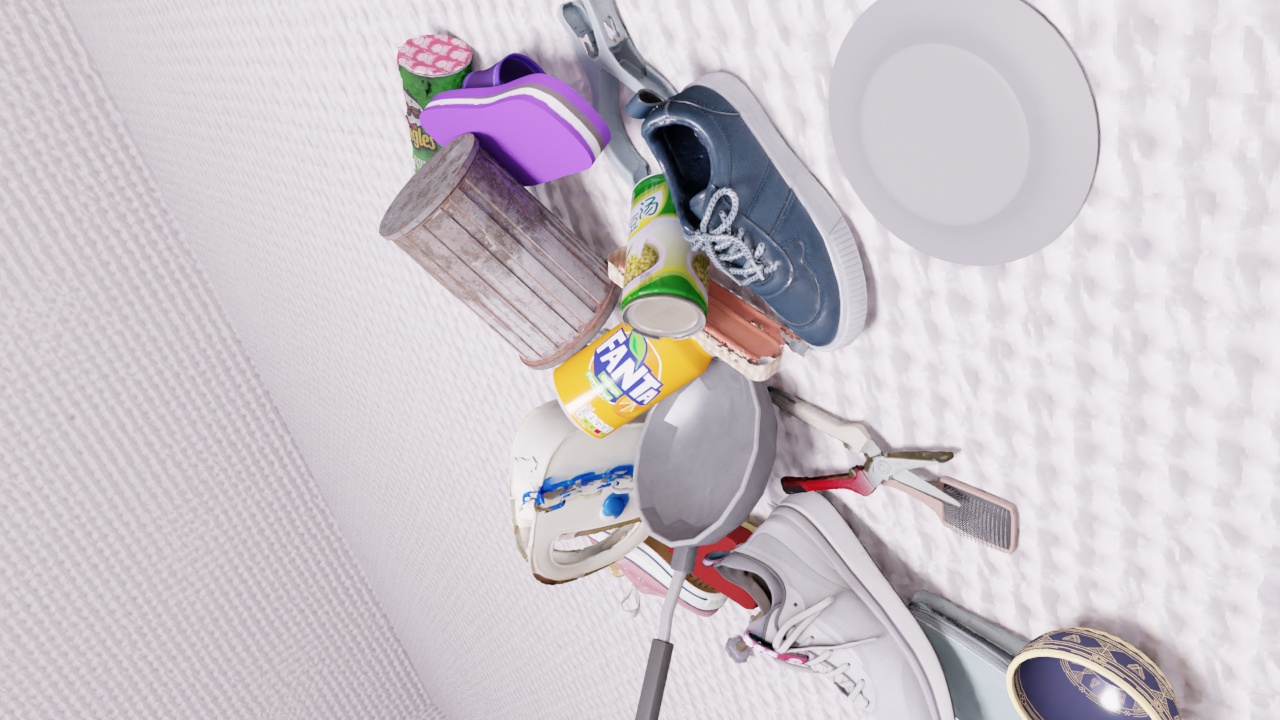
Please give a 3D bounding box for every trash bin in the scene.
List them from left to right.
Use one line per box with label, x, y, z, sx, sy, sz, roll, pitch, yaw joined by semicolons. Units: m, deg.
trash bin;-0.123;-0.094;0.863;0.211;0.130;0.131;43;159;-30

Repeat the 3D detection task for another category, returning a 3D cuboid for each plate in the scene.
plate;0.183;-0.136;0.553;0.178;0.012;0.179;36;145;30

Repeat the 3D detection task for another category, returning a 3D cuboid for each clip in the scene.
clip;-0.028;-0.216;0.768;0.171;0.029;0.142;60;149;-6

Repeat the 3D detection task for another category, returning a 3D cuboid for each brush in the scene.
brush;0.084;0.197;0.978;0.173;0.041;0.082;18;126;58
brush;0.231;0.111;0.726;0.136;0.015;0.050;23;136;44

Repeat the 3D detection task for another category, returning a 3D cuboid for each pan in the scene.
pan;0.041;0.169;0.811;0.041;0.356;0.179;21;166;-30

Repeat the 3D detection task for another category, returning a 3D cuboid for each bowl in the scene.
bowl;0.330;0.234;0.655;0.112;0.061;0.113;33;141;31

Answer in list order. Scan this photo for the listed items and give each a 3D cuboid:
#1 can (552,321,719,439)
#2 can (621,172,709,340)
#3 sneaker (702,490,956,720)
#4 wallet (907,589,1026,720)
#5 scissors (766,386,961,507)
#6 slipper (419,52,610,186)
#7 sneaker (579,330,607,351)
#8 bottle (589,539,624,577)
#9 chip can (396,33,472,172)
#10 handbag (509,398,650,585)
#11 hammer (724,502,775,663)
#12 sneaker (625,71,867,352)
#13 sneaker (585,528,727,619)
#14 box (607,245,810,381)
can;-0.005;0.005;0.832;0.079;0.143;0.079;49;-163;-22
can;0.022;-0.083;0.724;0.067;0.120;0.067;4;152;2
sneaker;0.162;0.242;0.788;0.263;0.128;0.097;58;163;27
wallet;0.279;0.261;0.770;0.132;0.054;0.100;23;130;47
scissors;0.170;0.079;0.769;0.179;0.015;0.194;54;144;19
slipper;-0.099;-0.223;0.811;0.107;0.084;0.267;41;166;-29
sneaker;-0.037;0.083;1.026;0.087;0.079;0.236;26;139;42
bottle;-0.053;0.196;1.183;0.166;0.059;0.060;58;151;-3
chip can;-0.209;-0.227;0.975;0.075;0.075;0.224;40;147;26
handbag;-0.042;0.141;0.941;0.093;0.200;0.200;31;119;49
hammer;0.144;0.272;1.003;0.147;0.028;0.318;51;150;20
sneaker;0.077;-0.100;0.667;0.235;0.087;0.089;57;150;-1
sneaker;-0.002;0.232;1.100;0.241;0.118;0.088;34;127;24
box;0.054;-0.050;0.768;0.187;0.083;0.043;39;144;30
